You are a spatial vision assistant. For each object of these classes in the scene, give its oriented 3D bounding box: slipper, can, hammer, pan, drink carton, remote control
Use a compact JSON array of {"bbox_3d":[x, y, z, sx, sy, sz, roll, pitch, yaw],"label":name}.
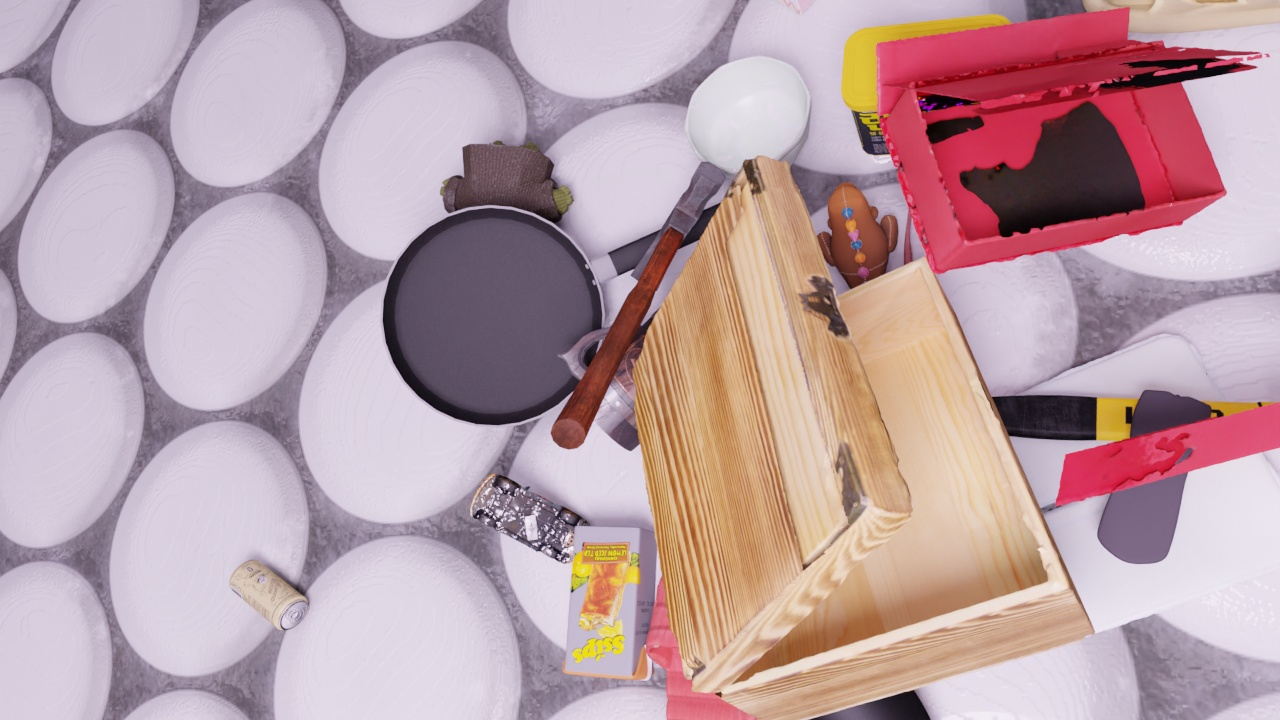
[{"bbox_3d":[0.056,0.233,0.748,0.104,0.059,0.248,1,77,22],"label":"slipper"},{"bbox_3d":[0.245,-0.227,0.779,0.131,0.101,0.072,2,76,22],"label":"can"},{"bbox_3d":[-0.004,-0.042,0.731,0.028,0.111,0.299,31,45,-5],"label":"hammer"},{"bbox_3d":[-0.068,-0.072,0.866,0.355,0.044,0.204,-25,97,-5],"label":"pan"},{"bbox_3d":[-0.024,0.208,0.792,0.076,0.048,0.124,-2,74,21],"label":"drink carton"},{"bbox_3d":[-0.376,0.238,0.930,0.079,0.038,0.038,27,86,26],"label":"can"},{"bbox_3d":[0.365,0.048,0.667,0.325,0.034,0.169,1,72,25],"label":"hammer"},{"bbox_3d":[0.356,0.081,0.638,0.046,0.009,0.124,17,81,30],"label":"remote control"},{"bbox_3d":[0.495,-0.328,0.723,0.262,0.079,0.111,5,74,22],"label":"slipper"}]

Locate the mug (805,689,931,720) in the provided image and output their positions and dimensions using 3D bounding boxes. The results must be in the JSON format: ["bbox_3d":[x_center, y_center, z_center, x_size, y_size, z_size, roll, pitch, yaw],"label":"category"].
[{"bbox_3d":[0.164,0.284,0.687,0.100,0.084,0.119,51,126,15],"label":"mug"}]

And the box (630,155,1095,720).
[{"bbox_3d":[0.094,0.060,0.621,0.270,0.264,0.278,-27,49,21],"label":"box"}]

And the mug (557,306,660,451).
[{"bbox_3d":[-0.005,0.005,0.823,0.107,0.080,0.116,-43,72,7],"label":"mug"}]

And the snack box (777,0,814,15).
[{"bbox_3d":[0.136,-0.404,0.877,0.093,0.094,0.079,42,92,25],"label":"snack box"}]

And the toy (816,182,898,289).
[{"bbox_3d":[0.182,-0.095,0.768,0.071,0.090,0.102,-13,50,18],"label":"toy"}]

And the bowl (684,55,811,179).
[{"bbox_3d":[0.105,-0.216,0.854,0.118,0.061,0.117,-6,73,19],"label":"bowl"}]

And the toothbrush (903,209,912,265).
[{"bbox_3d":[0.232,-0.081,0.792,0.016,0.015,0.184,7,79,20],"label":"toothbrush"}]

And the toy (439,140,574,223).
[{"bbox_3d":[-0.139,-0.149,0.923,0.179,0.078,0.152,5,82,9],"label":"toy"}]

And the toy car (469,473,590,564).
[{"bbox_3d":[-0.101,0.143,0.837,0.112,0.047,0.047,31,84,-14],"label":"toy car"}]

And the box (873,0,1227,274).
[{"bbox_3d":[0.270,-0.305,0.635,0.214,0.138,0.467,-11,95,-9],"label":"box"}]

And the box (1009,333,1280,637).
[{"bbox_3d":[0.350,0.095,0.685,0.209,0.037,0.190,-23,70,13],"label":"box"}]
